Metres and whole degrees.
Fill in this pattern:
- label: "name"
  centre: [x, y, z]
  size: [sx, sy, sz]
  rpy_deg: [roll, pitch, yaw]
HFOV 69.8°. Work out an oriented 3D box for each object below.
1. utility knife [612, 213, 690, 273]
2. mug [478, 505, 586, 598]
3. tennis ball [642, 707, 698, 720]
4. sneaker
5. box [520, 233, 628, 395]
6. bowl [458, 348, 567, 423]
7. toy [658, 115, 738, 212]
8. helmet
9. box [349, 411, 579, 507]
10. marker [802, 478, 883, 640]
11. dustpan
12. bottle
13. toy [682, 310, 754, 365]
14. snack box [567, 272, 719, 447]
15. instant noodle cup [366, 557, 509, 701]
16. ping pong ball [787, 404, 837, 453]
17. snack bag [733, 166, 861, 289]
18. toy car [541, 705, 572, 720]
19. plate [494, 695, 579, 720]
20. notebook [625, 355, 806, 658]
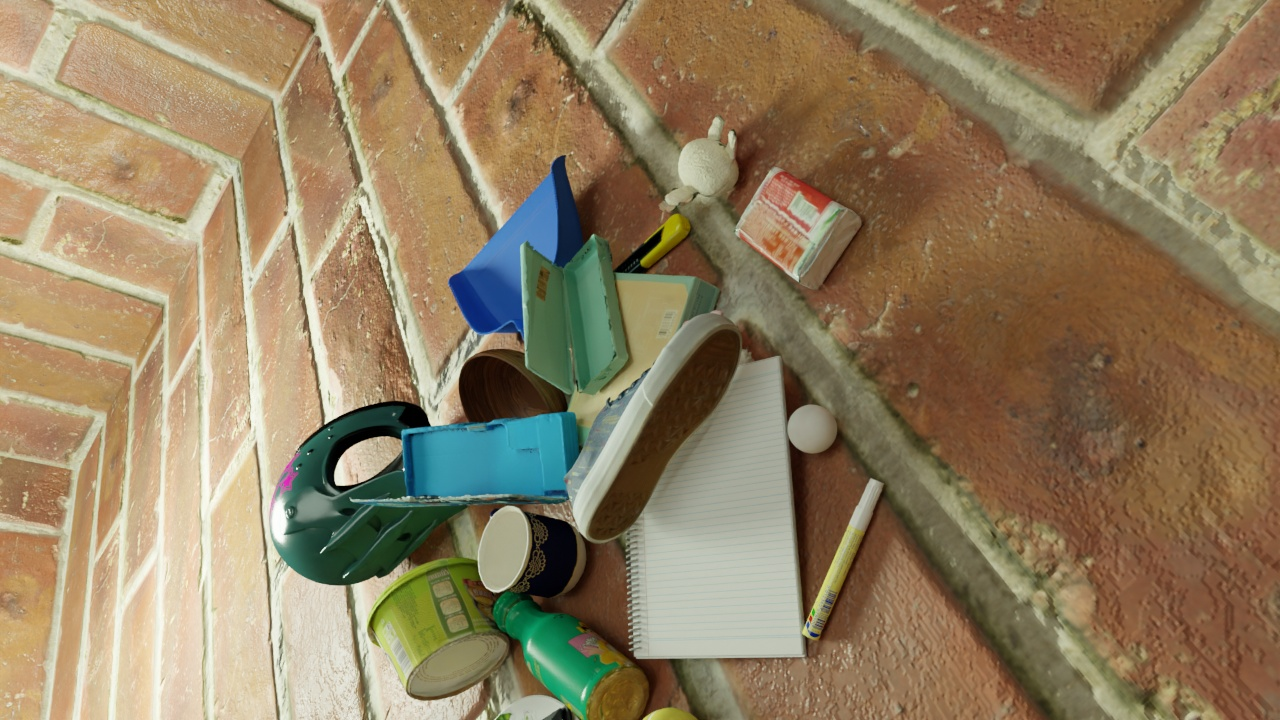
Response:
- label: "utility knife"
  centre: [-0.009, -0.105, 1.030]
  size: [0.173, 0.020, 0.028]
  rpy_deg: [-39, 45, 33]
- label: "mug"
  centre: [-0.111, 0.194, 0.954]
  size: [0.086, 0.089, 0.112]
  rpy_deg: [-58, 39, 14]
- label: "tennis ball"
  centre: [0.025, 0.320, 0.753]
  size: [0.065, 0.065, 0.065]
  rpy_deg: [-25, 55, 42]
- label: "sneaker"
  centre: [-0.001, 0.049, 0.812]
  size: [0.079, 0.087, 0.236]
  rpy_deg: [46, 111, 39]
- label: "box"
  centre: [-0.081, -0.060, 0.969]
  size: [0.077, 0.092, 0.187]
  rpy_deg: [-45, 39, 35]
- label: "bowl"
  centre: [-0.131, 0.044, 1.047]
  size: [0.147, 0.068, 0.147]
  rpy_deg: [21, 128, 29]
- label: "toy"
  centre: [0.067, -0.198, 0.957]
  size: [0.112, 0.050, 0.087]
  rpy_deg: [-61, 38, 15]
- label: "helmet"
  centre: [-0.358, 0.184, 1.195]
  size: [0.275, 0.176, 0.200]
  rpy_deg: [-33, 44, 18]
- label: "box"
  centre: [-0.191, 0.112, 0.975]
  size: [0.244, 0.115, 0.094]
  rpy_deg: [-8, 85, 34]
- label: "marker"
  centre: [0.158, 0.154, 0.712]
  size: [0.014, 0.014, 0.132]
  rpy_deg: [25, 93, 52]
- label: "dustpan"
  centre: [-0.133, -0.080, 1.131]
  size: [0.246, 0.059, 0.257]
  rpy_deg: [-40, 65, 33]
- label: "bottle"
  centre: [-0.078, 0.282, 0.890]
  size: [0.210, 0.068, 0.068]
  rpy_deg: [18, 88, 52]
- label: "toy"
  centre: [0.070, 0.006, 0.859]
  size: [0.096, 0.041, 0.108]
  rpy_deg: [-25, 67, 35]
- label: "snack box"
  centre: [-0.006, 0.006, 0.952]
  size: [0.142, 0.044, 0.193]
  rpy_deg: [10, 81, 52]
- label: "instant noodle cup"
  centre: [-0.213, 0.295, 0.995]
  size: [0.146, 0.146, 0.098]
  rpy_deg: [-53, 52, 19]
- label: "ping pong ball"
  centre: [0.141, 0.056, 0.756]
  size: [0.040, 0.040, 0.040]
  rpy_deg: [-25, 55, 42]
- label: "snack bag"
  centre: [0.142, -0.123, 0.843]
  size: [0.077, 0.036, 0.116]
  rpy_deg: [-58, 39, 14]
- label: "toy car"
  centre: [-0.140, 0.403, 0.857]
  size: [0.192, 0.071, 0.094]
  rpy_deg: [-41, 48, 29]
- label: "plate"
  centre: [-0.097, 0.440, 0.870]
  size: [0.230, 0.030, 0.229]
  rpy_deg: [-25, 55, 42]
- label: "notebook"
  centre: [0.055, 0.132, 0.805]
  size: [0.178, 0.013, 0.245]
  rpy_deg: [-15, 70, 38]
